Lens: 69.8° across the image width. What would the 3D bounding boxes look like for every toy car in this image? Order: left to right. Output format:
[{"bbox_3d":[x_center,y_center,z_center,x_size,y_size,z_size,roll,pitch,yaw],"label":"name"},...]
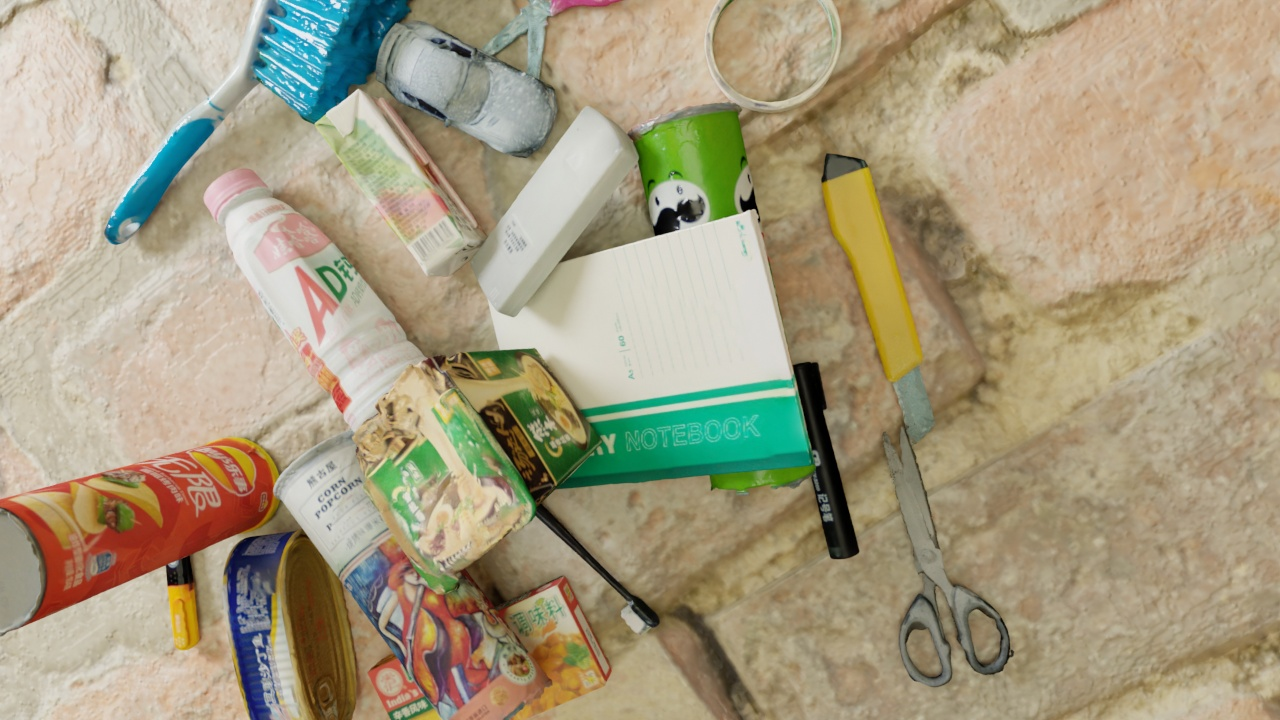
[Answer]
[{"bbox_3d":[-0.113,-0.177,0.599,0.120,0.036,0.054,27,106,1],"label":"toy car"}]

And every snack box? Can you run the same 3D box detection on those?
[{"bbox_3d":[-0.106,0.219,0.645,0.156,0.027,0.077,-26,90,9],"label":"snack box"},{"bbox_3d":[-0.093,0.057,0.573,0.118,0.105,0.117,-42,80,36],"label":"snack box"}]

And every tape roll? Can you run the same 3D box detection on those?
[{"bbox_3d":[0.084,-0.202,0.583,0.086,0.014,0.086,1,96,8],"label":"tape roll"}]

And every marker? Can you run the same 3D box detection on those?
[{"bbox_3d":[-0.341,0.153,0.676,0.018,0.015,0.124,-4,94,3],"label":"marker"},{"bbox_3d":[0.120,0.066,0.604,0.022,0.020,0.132,-15,93,-20],"label":"marker"}]

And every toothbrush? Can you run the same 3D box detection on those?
[{"bbox_3d":[-0.055,0.122,0.635,0.181,0.015,0.018,46,108,0],"label":"toothbrush"}]

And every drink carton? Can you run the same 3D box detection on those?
[{"bbox_3d":[-0.154,-0.116,0.604,0.045,0.053,0.122,-35,91,8],"label":"drink carton"}]

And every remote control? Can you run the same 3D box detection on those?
[{"bbox_3d":[-0.056,-0.093,0.575,0.135,0.019,0.056,-50,49,18],"label":"remote control"}]

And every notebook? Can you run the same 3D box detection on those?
[{"bbox_3d":[-0.003,0.003,0.572,0.210,0.012,0.150,-11,96,35],"label":"notebook"}]

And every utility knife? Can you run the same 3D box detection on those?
[{"bbox_3d":[0.154,-0.040,0.590,0.033,0.015,0.197,-16,95,16],"label":"utility knife"}]

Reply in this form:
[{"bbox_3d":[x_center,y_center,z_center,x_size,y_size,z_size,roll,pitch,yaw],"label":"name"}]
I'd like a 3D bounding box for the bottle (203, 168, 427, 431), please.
[{"bbox_3d":[-0.217,-0.042,0.617,0.068,0.068,0.197,-39,85,9],"label":"bottle"}]

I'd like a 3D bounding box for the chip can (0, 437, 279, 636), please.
[{"bbox_3d":[-0.312,0.097,0.565,0.073,0.216,0.073,1,94,10],"label":"chip can"}]

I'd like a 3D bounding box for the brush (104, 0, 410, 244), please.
[{"bbox_3d":[-0.253,-0.186,0.614,0.109,0.060,0.315,34,102,9],"label":"brush"}]

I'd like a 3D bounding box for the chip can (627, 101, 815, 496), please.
[{"bbox_3d":[0.053,-0.036,0.576,0.072,0.072,0.236,-12,95,9],"label":"chip can"}]

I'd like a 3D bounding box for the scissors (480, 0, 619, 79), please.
[{"bbox_3d":[-0.069,-0.238,0.600,0.133,0.017,0.124,-32,94,13],"label":"scissors"}]

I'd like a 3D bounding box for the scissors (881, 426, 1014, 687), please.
[{"bbox_3d":[0.181,0.133,0.602,0.173,0.014,0.141,38,101,1],"label":"scissors"}]

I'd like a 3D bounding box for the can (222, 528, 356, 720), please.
[{"bbox_3d":[-0.242,0.192,0.638,0.049,0.074,0.148,-9,95,11],"label":"can"}]

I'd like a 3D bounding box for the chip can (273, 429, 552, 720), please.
[{"bbox_3d":[-0.150,0.149,0.604,0.071,0.071,0.214,-42,79,9],"label":"chip can"}]
